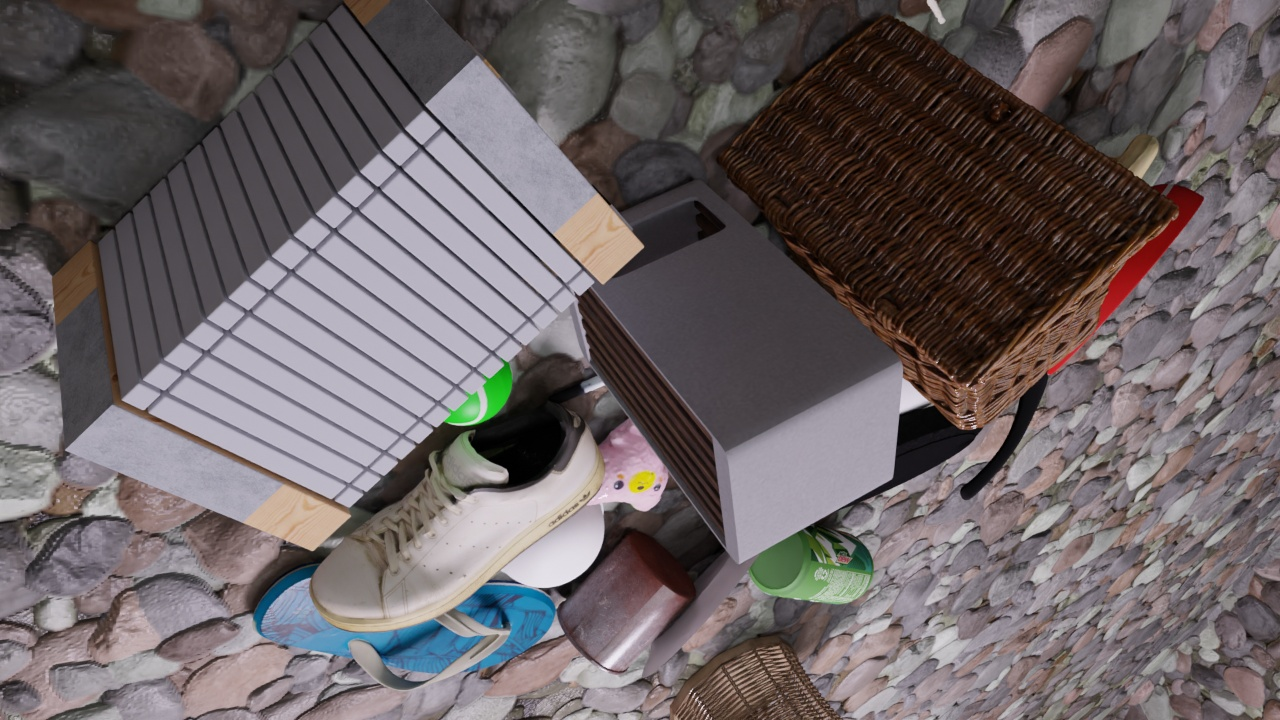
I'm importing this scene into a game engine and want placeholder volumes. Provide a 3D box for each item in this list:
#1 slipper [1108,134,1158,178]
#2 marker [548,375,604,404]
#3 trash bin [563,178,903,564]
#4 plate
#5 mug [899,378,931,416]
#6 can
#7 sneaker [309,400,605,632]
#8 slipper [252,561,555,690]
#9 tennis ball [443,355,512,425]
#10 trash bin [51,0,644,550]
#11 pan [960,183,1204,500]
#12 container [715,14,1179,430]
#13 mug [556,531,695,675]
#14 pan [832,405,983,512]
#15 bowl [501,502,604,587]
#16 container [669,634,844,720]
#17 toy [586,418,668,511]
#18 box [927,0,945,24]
[{"bbox_3d":[0.368,-0.113,0.843,0.111,0.079,0.262,-47,163,-22],"label":"slipper"},{"bbox_3d":[-0.004,0.004,0.740,0.152,0.011,0.011,-23,136,-16],"label":"marker"},{"bbox_3d":[0.050,-0.003,0.607,0.114,0.228,0.115,-26,137,-14],"label":"trash bin"},{"bbox_3d":[0.059,0.240,0.925,0.188,0.016,0.189,-47,174,-7],"label":"plate"},{"bbox_3d":[0.227,0.003,0.827,0.068,0.094,0.116,-13,170,-24],"label":"mug"},{"bbox_3d":[0.190,0.223,1.014,0.144,0.083,0.083,21,113,-44],"label":"can"},{"bbox_3d":[-0.136,0.108,0.677,0.241,0.089,0.102,-31,146,-17],"label":"sneaker"},{"bbox_3d":[-0.186,0.236,0.784,0.118,0.060,0.294,-48,138,15],"label":"slipper"},{"bbox_3d":[-0.120,0.012,0.625,0.065,0.065,0.065,-19,135,-21],"label":"tennis ball"},{"bbox_3d":[-0.156,-0.052,0.486,0.247,0.142,0.142,-42,138,4],"label":"trash bin"},{"bbox_3d":[0.406,-0.020,0.888,0.356,0.067,0.209,-51,164,2],"label":"pan"},{"bbox_3d":[0.206,-0.081,0.652,0.162,0.250,0.183,-41,148,2],"label":"container"},{"bbox_3d":[-0.008,0.230,0.890,0.110,0.096,0.123,-43,169,10],"label":"mug"},{"bbox_3d":[0.184,0.107,0.869,0.355,0.034,0.226,-5,153,-41],"label":"pan"},{"bbox_3d":[-0.074,0.167,0.813,0.109,0.040,0.110,-19,135,-20],"label":"bowl"},{"bbox_3d":[0.163,0.483,1.139,0.226,0.196,0.227,-19,135,-20],"label":"container"},{"bbox_3d":[-0.009,0.088,0.782,0.102,0.050,0.093,16,111,-46],"label":"toy"},{"bbox_3d":[0.078,-0.249,0.455,0.066,0.185,0.145,-27,139,27],"label":"box"}]
